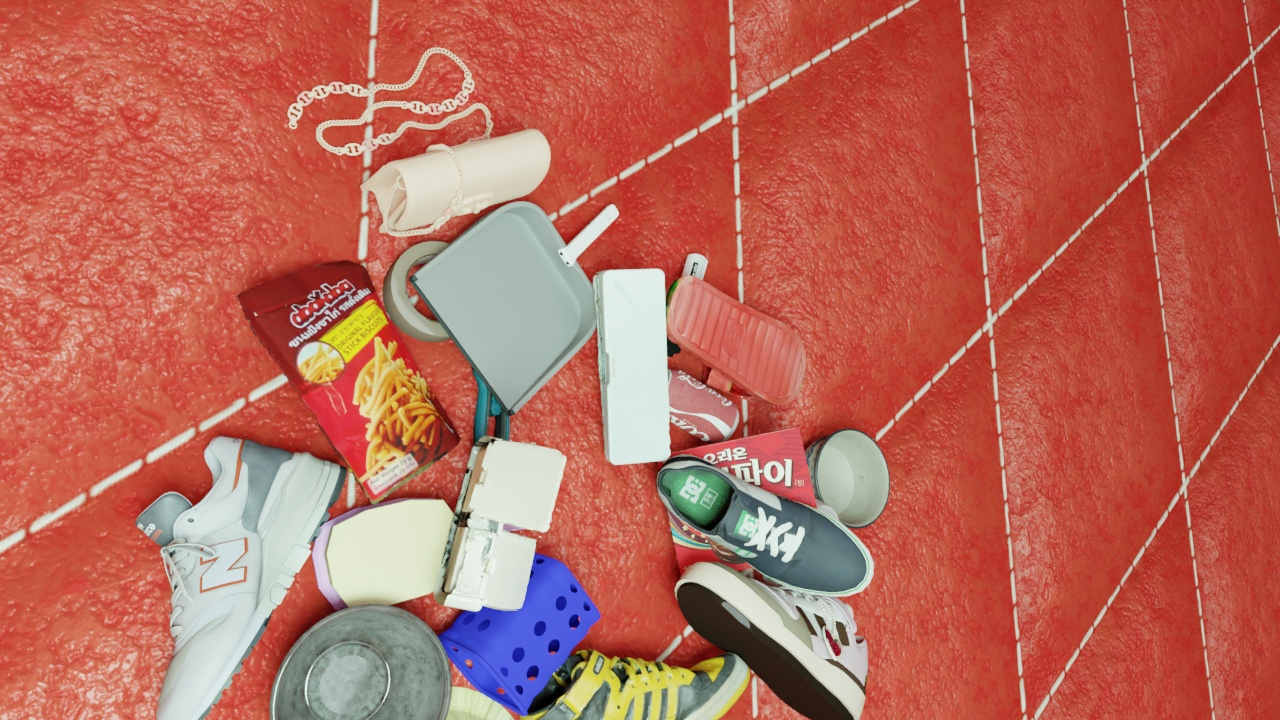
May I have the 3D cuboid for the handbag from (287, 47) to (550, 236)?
[{"bbox_3d":[-0.204,-0.221,0.862,0.198,0.117,0.187,-23,93,-32],"label":"handbag"}]

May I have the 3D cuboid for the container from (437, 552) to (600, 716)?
[{"bbox_3d":[-0.110,0.243,0.838,0.113,0.085,0.084,-47,121,-31],"label":"container"}]

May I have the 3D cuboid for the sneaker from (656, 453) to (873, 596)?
[{"bbox_3d":[0.119,0.167,0.905,0.235,0.079,0.084,27,91,9],"label":"sneaker"}]

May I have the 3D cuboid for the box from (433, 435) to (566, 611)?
[{"bbox_3d":[-0.109,0.138,0.748,0.081,0.182,0.143,16,78,-15],"label":"box"}]

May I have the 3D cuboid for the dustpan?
[{"bbox_3d":[-0.098,-0.088,0.931,0.163,0.033,0.256,57,45,-20],"label":"dustpan"}]

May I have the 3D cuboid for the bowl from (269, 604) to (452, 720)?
[{"bbox_3d":[-0.238,0.276,0.768,0.144,0.067,0.145,5,80,-30],"label":"bowl"}]

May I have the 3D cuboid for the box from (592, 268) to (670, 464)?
[{"bbox_3d":[-0.006,0.005,0.932,0.072,0.086,0.199,-20,108,-71],"label":"box"}]

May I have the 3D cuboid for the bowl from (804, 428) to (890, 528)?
[{"bbox_3d":[0.232,0.141,1.084,0.115,0.059,0.115,7,77,-30],"label":"bowl"}]

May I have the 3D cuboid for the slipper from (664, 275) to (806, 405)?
[{"bbox_3d":[0.098,-0.017,1.037,0.248,0.059,0.103,26,71,-39],"label":"slipper"}]

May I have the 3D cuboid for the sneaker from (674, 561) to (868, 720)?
[{"bbox_3d":[0.158,0.273,0.965,0.294,0.112,0.116,44,59,-27],"label":"sneaker"}]

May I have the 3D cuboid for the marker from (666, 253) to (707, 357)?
[{"bbox_3d":[0.049,-0.062,1.036,0.025,0.025,0.125,27,68,-24],"label":"marker"}]

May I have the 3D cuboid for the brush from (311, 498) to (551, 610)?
[{"bbox_3d":[-0.179,0.163,0.843,0.228,0.043,0.089,-10,85,-32],"label":"brush"}]

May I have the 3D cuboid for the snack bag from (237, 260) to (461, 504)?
[{"bbox_3d":[-0.253,0.013,0.815,0.208,0.067,0.138,58,37,-6],"label":"snack bag"}]

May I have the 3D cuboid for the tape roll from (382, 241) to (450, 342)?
[{"bbox_3d":[-0.198,-0.066,0.885,0.093,0.030,0.093,7,77,-30],"label":"tape roll"}]

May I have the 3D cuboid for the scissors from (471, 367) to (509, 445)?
[{"bbox_3d":[-0.141,0.035,0.908,0.129,0.019,0.135,-48,113,-38],"label":"scissors"}]

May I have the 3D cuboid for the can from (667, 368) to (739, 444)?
[{"bbox_3d":[0.056,0.050,1.001,0.096,0.054,0.054,31,66,-22],"label":"can"}]

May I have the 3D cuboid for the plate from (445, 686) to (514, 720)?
[{"bbox_3d":[-0.172,0.386,0.806,0.184,0.036,0.184,7,77,-30],"label":"plate"}]

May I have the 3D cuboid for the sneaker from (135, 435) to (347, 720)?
[{"bbox_3d":[-0.344,0.161,0.728,0.124,0.089,0.239,34,56,-16],"label":"sneaker"}]

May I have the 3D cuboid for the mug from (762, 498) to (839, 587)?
[{"bbox_3d":[0.170,0.200,1.017,0.071,0.090,0.107,31,66,-22],"label":"mug"}]

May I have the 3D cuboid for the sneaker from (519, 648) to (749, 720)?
[{"bbox_3d":[-0.009,0.317,0.886,0.238,0.086,0.122,-27,98,-29],"label":"sneaker"}]

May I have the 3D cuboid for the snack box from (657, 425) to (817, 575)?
[{"bbox_3d":[0.106,0.150,0.968,0.152,0.036,0.132,-13,86,8],"label":"snack box"}]
